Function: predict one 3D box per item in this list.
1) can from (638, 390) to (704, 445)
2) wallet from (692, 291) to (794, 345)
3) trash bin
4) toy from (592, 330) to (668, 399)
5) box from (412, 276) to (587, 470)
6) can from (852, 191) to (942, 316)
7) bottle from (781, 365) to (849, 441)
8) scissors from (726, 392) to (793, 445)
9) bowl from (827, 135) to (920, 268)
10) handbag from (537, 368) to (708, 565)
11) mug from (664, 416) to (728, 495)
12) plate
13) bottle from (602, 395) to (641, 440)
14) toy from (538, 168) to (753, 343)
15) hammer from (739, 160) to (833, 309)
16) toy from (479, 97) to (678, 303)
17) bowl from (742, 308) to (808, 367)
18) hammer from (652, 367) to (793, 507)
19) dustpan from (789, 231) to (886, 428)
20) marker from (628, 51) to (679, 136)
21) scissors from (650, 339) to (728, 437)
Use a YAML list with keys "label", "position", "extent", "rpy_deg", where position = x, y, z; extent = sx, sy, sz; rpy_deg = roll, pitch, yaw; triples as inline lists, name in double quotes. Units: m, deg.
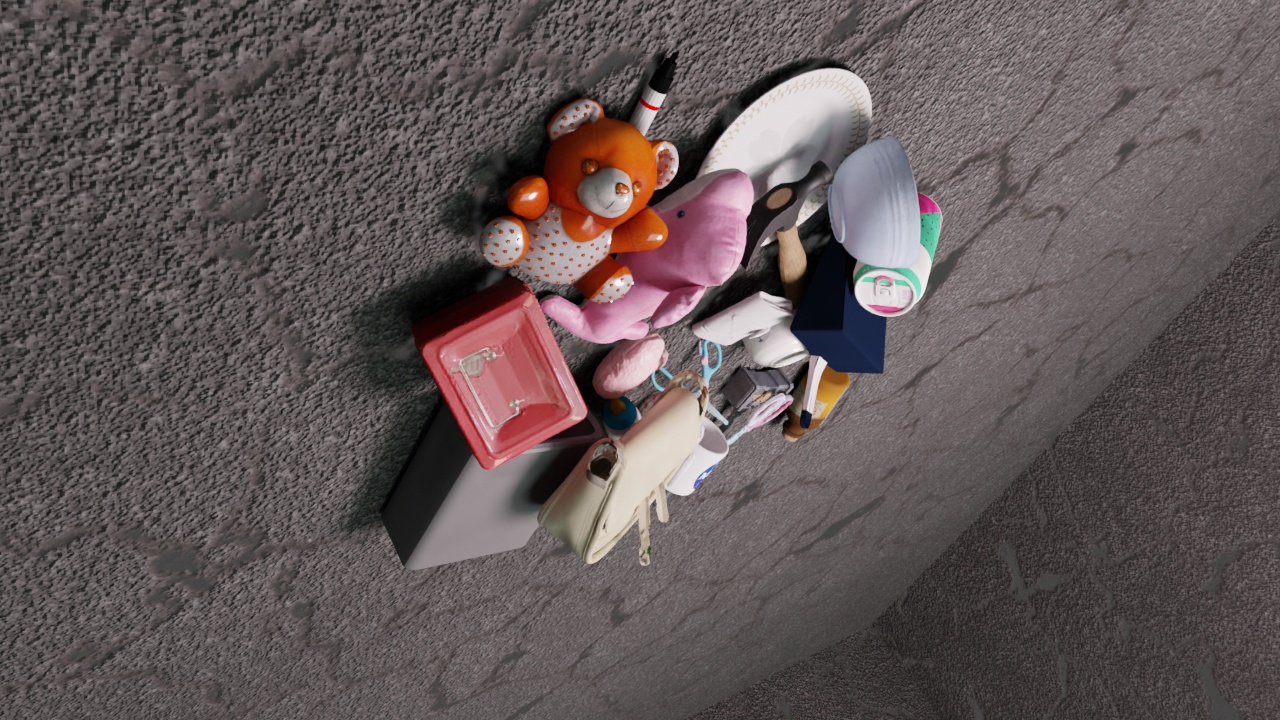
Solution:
- label: "can"
  position: [0.042, 0.086, 1.272]
  extent: [0.067, 0.076, 0.067]
  rpy_deg: [-26, 149, -17]
- label: "wallet"
  position: [0.132, -0.049, 1.175]
  extent: [0.086, 0.032, 0.116]
  rpy_deg: [9, 155, -44]
- label: "trash bin"
  position: [-0.179, 0.138, 1.098]
  extent: [0.191, 0.097, 0.220]
  rpy_deg: [-2, 138, -44]
- label: "toy"
  position: [-0.007, 0.007, 1.138]
  extent: [0.108, 0.053, 0.105]
  rpy_deg: [-44, 160, 14]
- label: "box"
  position: [-0.139, 0.013, 0.905]
  extent: [0.129, 0.087, 0.158]
  rpy_deg: [-29, 115, -14]
- label: "can"
  position: [0.326, -0.138, 1.162]
  extent: [0.088, 0.088, 0.165]
  rpy_deg: [101, 13, -50]
- label: "bottle"
  position: [0.278, 0.073, 1.505]
  extent: [0.067, 0.068, 0.157]
  rpy_deg: [-12, 142, -36]
- label: "scissors"
  position: [0.158, 0.104, 1.398]
  extent: [0.174, 0.017, 0.076]
  rpy_deg: [-39, 156, 23]
- label: "bowl"
  position: [0.257, -0.172, 1.040]
  extent: [0.075, 0.150, 0.151]
  rpy_deg: [-11, 149, 2]
- label: "handbag"
  position: [0.004, 0.136, 1.098]
  extent: [0.228, 0.132, 0.185]
  rpy_deg: [-40, 161, -48]
- label: "mug"
  position: [0.063, 0.141, 1.338]
  extent: [0.090, 0.091, 0.121]
  rpy_deg: [-52, -178, 25]
- label: "plate"
  position: [0.152, -0.218, 1.013]
  extent: [0.242, 0.016, 0.243]
  rpy_deg: [-26, 149, -17]
- label: "bottle"
  position: [-0.023, 0.083, 1.226]
  extent: [0.051, 0.051, 0.146]
  rpy_deg: [-31, 150, -9]
- label: "toy"
  position: [0.023, -0.086, 0.953]
  extent: [0.186, 0.127, 0.266]
  rpy_deg: [16, 135, -43]
- label: "hammer"
  position: [0.182, -0.123, 1.134]
  extent: [0.132, 0.040, 0.305]
  rpy_deg: [-38, 157, -1]
- label: "toy"
  position: [-0.049, -0.140, 0.836]
  extent: [0.163, 0.092, 0.173]
  rpy_deg: [19, 118, -29]
- label: "bowl"
  position: [0.197, -0.026, 1.265]
  extent: [0.105, 0.054, 0.105]
  rpy_deg: [-17, 162, -6]
- label: "hammer"
  position: [0.107, 0.133, 1.447]
  extent: [0.098, 0.044, 0.323]
  rpy_deg: [-1, 138, -45]
- label: "dustpan"
  position: [0.266, -0.042, 1.241]
  extent: [0.080, 0.272, 0.236]
  rpy_deg: [0, 167, 27]
- label: "marker"
  position: [0.000, -0.220, 0.848]
  extent: [0.019, 0.019, 0.146]
  rpy_deg: [-5, 138, -42]
- label: "scissors"
  position: [0.065, 0.036, 1.223]
  extent: [0.125, 0.136, 0.015]
  rpy_deg: [2, 178, -17]
